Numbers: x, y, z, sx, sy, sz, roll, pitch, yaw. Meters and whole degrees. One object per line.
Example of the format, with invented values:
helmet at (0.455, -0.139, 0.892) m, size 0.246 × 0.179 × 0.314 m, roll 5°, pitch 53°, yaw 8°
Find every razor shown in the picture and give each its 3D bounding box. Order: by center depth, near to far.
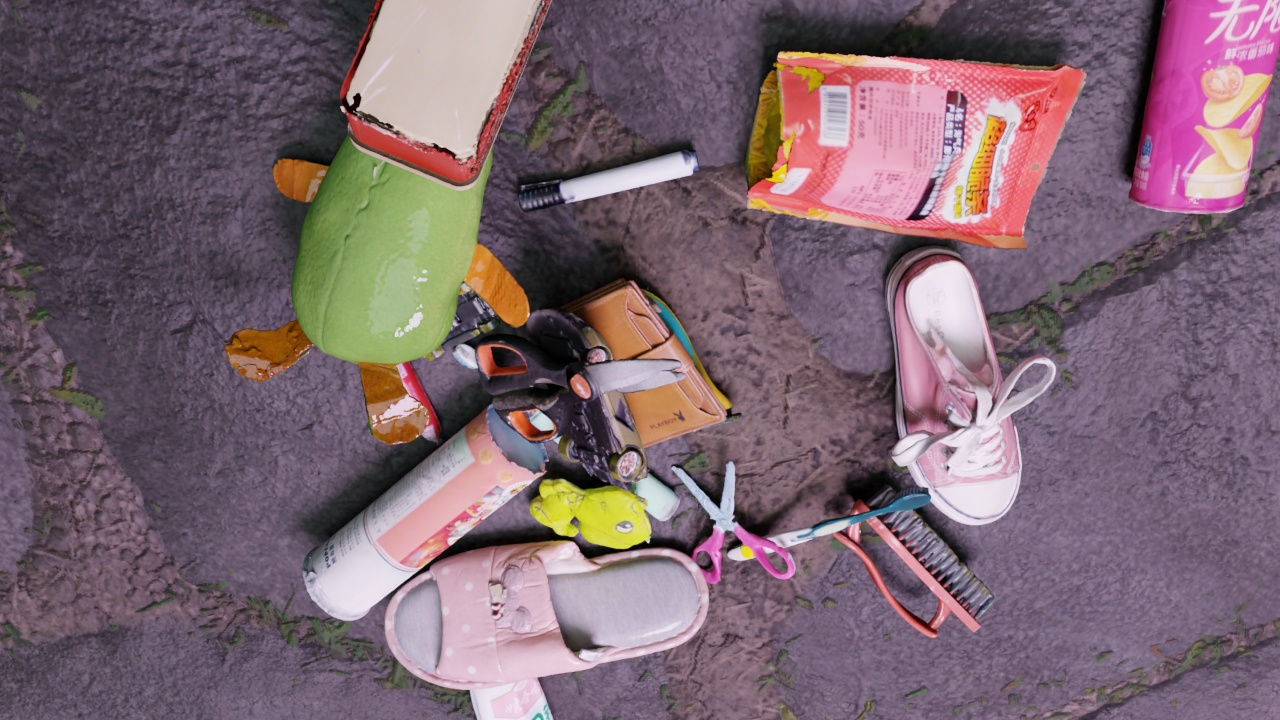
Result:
razor at (0.031, -0.003, 0.701) m, size 0.043 × 0.028 × 0.132 m, roll -16°, pitch 117°, yaw 37°

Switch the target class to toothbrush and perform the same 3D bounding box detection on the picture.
toothbrush at (-0.057, 0.057, 0.731) m, size 0.224 × 0.026 × 0.027 m, roll 39°, pitch 147°, yaw -17°
toothbrush at (0.147, 0.133, 0.743) m, size 0.192 × 0.018 × 0.016 m, roll -26°, pitch 112°, yaw 35°

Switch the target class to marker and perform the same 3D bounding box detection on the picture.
marker at (-0.023, -0.128, 0.649) m, size 0.131 × 0.018 × 0.022 m, roll -13°, pitch 105°, yaw 7°

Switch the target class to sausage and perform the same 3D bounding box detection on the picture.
sausage at (-0.189, 0.002, 0.710) m, size 0.020 × 0.020 × 0.156 m, roll -17°, pitch 114°, yaw 8°

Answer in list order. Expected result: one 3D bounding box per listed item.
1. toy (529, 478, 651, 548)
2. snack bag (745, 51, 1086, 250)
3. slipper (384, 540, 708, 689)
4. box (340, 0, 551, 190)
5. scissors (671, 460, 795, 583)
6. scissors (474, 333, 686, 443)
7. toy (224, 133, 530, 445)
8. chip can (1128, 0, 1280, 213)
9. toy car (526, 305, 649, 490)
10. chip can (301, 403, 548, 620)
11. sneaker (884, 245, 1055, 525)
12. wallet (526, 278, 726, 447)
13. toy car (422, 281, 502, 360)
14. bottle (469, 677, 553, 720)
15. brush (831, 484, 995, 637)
toy at (-0.039, 0.126, 0.751) m, size 0.100 × 0.031 × 0.097 m, roll 27°, pitch 137°, yaw -4°
snack bag at (0.181, -0.143, 0.619) m, size 0.208 × 0.073 × 0.129 m, roll 3°, pitch 120°, yaw -7°
slipper at (-0.079, 0.208, 0.764) m, size 0.274 × 0.054 × 0.114 m, roll -6°, pitch 72°, yaw 1°
box at (-0.105, -0.197, 0.541) m, size 0.091 × 0.079 × 0.168 m, roll 21°, pitch 82°, yaw -9°
scissors at (0.067, 0.141, 0.766) m, size 0.133 × 0.017 × 0.126 m, roll 47°, pitch 129°, yaw -2°
scissors at (-0.052, 0.003, 0.606) m, size 0.136 × 0.021 × 0.236 m, roll 52°, pitch 146°, yaw 4°
toy at (-0.171, -0.075, 0.620) m, size 0.227 × 0.090 × 0.247 m, roll 28°, pitch 100°, yaw 12°
chip can at (0.365, -0.203, 0.580) m, size 0.071 × 0.071 × 0.211 m, roll -3°, pitch 115°, yaw 1°
toy car at (-0.037, 0.028, 0.664) m, size 0.070 × 0.042 × 0.158 m, roll 15°, pitch 132°, yaw 43°
chip can at (-0.174, 0.123, 0.739) m, size 0.215 × 0.071 × 0.071 m, roll -39°, pitch 109°, yaw 16°
sneaker at (0.239, 0.035, 0.685) m, size 0.118 × 0.087 × 0.241 m, roll -15°, pitch 114°, yaw 7°
wallet at (-0.004, 0.004, 0.688) m, size 0.119 × 0.035 × 0.130 m, roll -20°, pitch 116°, yaw 38°
toy car at (-0.137, -0.035, 0.682) m, size 0.091 × 0.036 × 0.043 m, roll -24°, pitch 111°, yaw 17°
bottle at (-0.116, 0.323, 0.837) m, size 0.068 × 0.068 × 0.197 m, roll -11°, pitch 112°, yaw 5°
brush at (0.222, 0.168, 0.762) m, size 0.069 × 0.063 × 0.146 m, roll -43°, pitch 107°, yaw 4°
